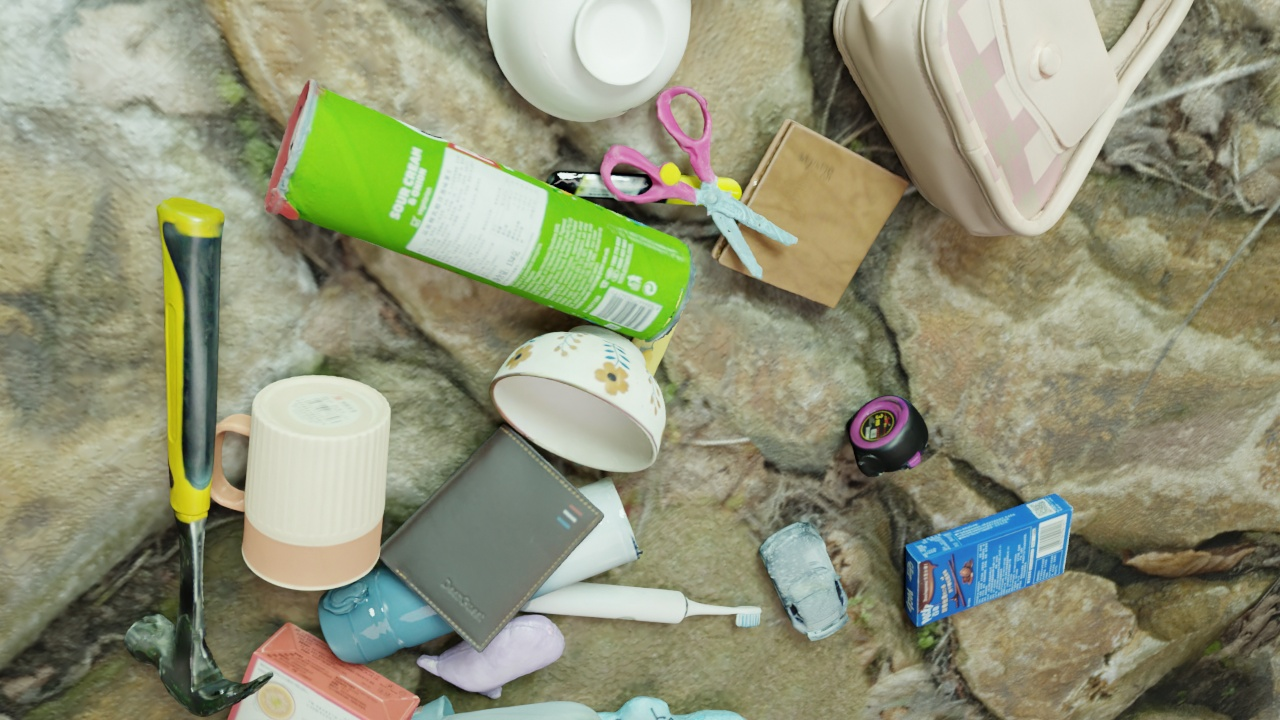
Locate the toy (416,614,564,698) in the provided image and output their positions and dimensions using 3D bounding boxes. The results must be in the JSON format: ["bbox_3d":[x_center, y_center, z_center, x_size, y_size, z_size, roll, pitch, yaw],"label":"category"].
[{"bbox_3d":[-0.105,0.228,0.704,0.108,0.038,0.084,-33,129,22],"label":"toy"}]

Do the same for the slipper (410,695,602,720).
[{"bbox_3d":[-0.141,0.309,0.721,0.246,0.074,0.104,-17,115,11],"label":"slipper"}]

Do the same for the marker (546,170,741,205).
[{"bbox_3d":[0.003,-0.107,0.570,0.124,0.015,0.018,0,114,-16],"label":"marker"}]

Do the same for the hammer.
[{"bbox_3d":[-0.259,0.069,0.535,0.031,0.126,0.324,-18,124,-52],"label":"hammer"}]

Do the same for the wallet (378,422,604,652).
[{"bbox_3d":[-0.099,0.116,0.612,0.096,0.020,0.122,42,80,6],"label":"wallet"}]

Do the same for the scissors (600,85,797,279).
[{"bbox_3d":[0.047,-0.109,0.560,0.137,0.017,0.096,25,100,-15],"label":"scissors"}]

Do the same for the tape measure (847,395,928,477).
[{"bbox_3d":[0.191,0.058,0.704,0.058,0.057,0.039,-33,123,20],"label":"tape measure"}]

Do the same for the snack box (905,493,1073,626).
[{"bbox_3d":[0.317,0.183,0.840,0.157,0.026,0.085,-16,123,-10],"label":"snack box"}]

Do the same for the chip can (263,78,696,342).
[{"bbox_3d":[-0.083,-0.076,0.521,0.235,0.072,0.072,19,111,-28],"label":"chip can"}]

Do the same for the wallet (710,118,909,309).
[{"bbox_3d":[0.113,-0.093,0.605,0.115,0.020,0.101,14,112,-34],"label":"wallet"}]

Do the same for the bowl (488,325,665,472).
[{"bbox_3d":[-0.033,0.017,0.588,0.113,0.114,0.062,43,57,-33],"label":"bowl"}]

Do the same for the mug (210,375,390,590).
[{"bbox_3d":[-0.212,0.069,0.564,0.114,0.081,0.106,16,114,6],"label":"mug"}]

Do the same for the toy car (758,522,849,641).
[{"bbox_3d":[0.141,0.188,0.777,0.054,0.036,0.121,-28,121,-2],"label":"toy car"}]

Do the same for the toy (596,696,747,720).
[{"bbox_3d":[0.025,0.348,0.821,0.161,0.049,0.156,-26,122,2],"label":"toy"}]

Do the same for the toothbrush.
[{"bbox_3d":[0.005,0.197,0.739,0.220,0.027,0.026,12,84,-25],"label":"toothbrush"}]

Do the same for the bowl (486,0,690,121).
[{"bbox_3d":[-0.019,-0.179,0.489,0.118,0.064,0.118,-8,121,-14],"label":"bowl"}]

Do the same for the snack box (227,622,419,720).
[{"bbox_3d":[-0.235,0.270,0.656,0.113,0.044,0.127,29,110,4],"label":"snack box"}]

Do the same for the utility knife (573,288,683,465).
[{"bbox_3d":[-0.004,0.004,0.634,0.031,0.019,0.173,12,110,-31],"label":"utility knife"}]

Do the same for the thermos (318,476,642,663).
[{"bbox_3d":[-0.112,0.149,0.646,0.220,0.070,0.070,-20,123,-8],"label":"thermos"}]

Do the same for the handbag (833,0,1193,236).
[{"bbox_3d":[0.253,-0.210,0.565,0.234,0.093,0.193,-42,125,-2],"label":"handbag"}]
